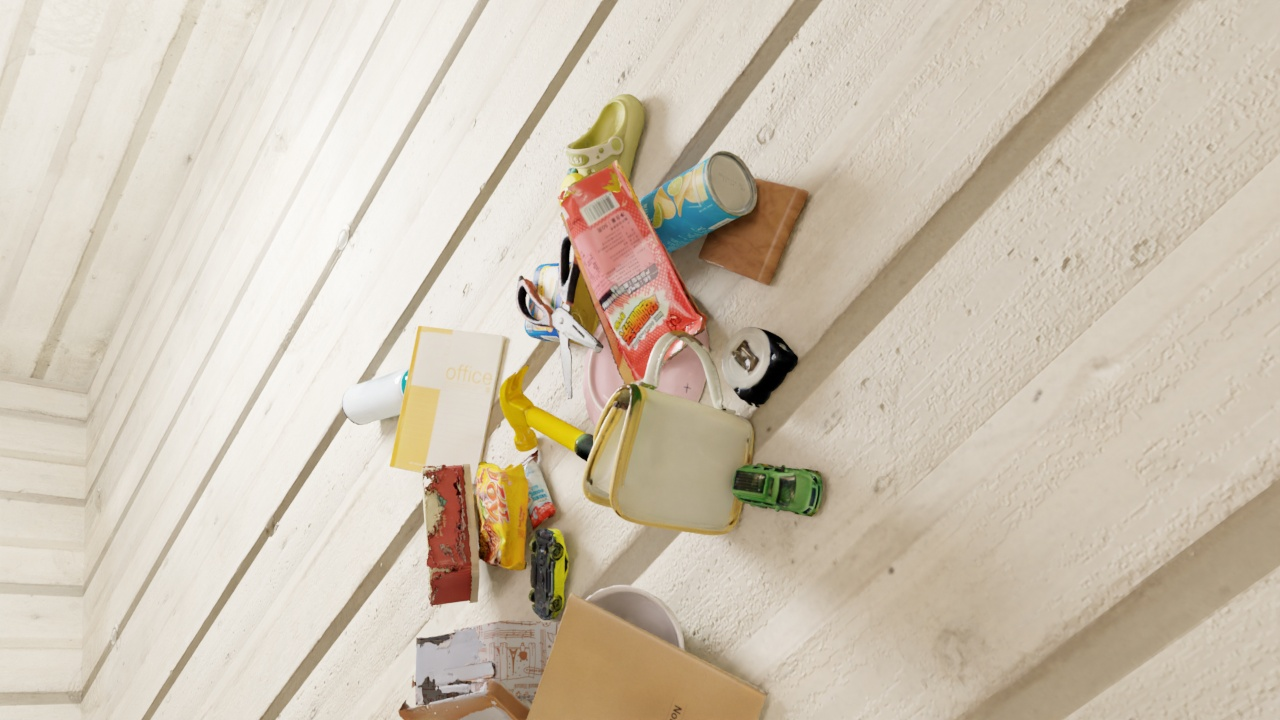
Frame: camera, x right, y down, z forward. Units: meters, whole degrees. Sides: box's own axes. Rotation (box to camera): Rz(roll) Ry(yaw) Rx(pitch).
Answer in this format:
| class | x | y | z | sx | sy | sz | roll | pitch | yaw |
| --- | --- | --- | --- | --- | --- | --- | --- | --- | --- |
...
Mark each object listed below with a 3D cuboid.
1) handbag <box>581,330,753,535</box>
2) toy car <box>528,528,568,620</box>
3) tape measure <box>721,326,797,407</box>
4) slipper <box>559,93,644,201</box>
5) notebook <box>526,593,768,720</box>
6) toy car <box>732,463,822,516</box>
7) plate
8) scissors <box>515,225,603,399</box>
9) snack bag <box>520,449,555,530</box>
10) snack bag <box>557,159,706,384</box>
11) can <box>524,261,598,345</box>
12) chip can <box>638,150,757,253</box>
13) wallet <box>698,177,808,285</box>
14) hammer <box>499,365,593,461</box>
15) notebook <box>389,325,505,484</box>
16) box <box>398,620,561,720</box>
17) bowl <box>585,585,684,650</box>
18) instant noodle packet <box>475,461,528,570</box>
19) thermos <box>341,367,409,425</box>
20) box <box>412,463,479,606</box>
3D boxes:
| class | x | y | z | sx | sy | sz | roll | pitch | yaw |
| --- | --- | --- | --- | --- | --- | --- | --- | --- | --- |
| handbag | 0.034 | 0.065 | 0.859 | 0.063 | 0.163 | 0.178 | 10 | 84 | 50 |
| toy car | -0.104 | 0.246 | 1.058 | 0.048 | 0.032 | 0.105 | 5 | 93 | 49 |
| tape measure | 0.111 | 0.002 | 0.891 | 0.066 | 0.033 | 0.066 | -55 | 44 | 19 |
| slipper | -0.060 | -0.245 | 1.129 | 0.092 | 0.081 | 0.190 | 19 | 90 | 52 |
| notebook | -0.001 | 0.328 | 0.856 | 0.208 | 0.008 | 0.148 | 21 | 97 | 21 |
| toy car | 0.125 | 0.117 | 0.839 | 0.091 | 0.036 | 0.043 | 1 | 77 | 45 |
| plate | -0.006 | 0.006 | 1.017 | 0.193 | 0.039 | 0.192 | -18 | 65 | 44 |
| scissors | -0.096 | -0.059 | 1.062 | 0.189 | 0.015 | 0.225 | -17 | 69 | 52 |
| snack bag | -0.129 | 0.159 | 1.118 | 0.048 | 0.026 | 0.104 | -40 | 50 | 22 |
| snack bag | -0.015 | -0.092 | 0.952 | 0.129 | 0.073 | 0.207 | -36 | 75 | 41 |
| can | -0.095 | -0.072 | 1.130 | 0.083 | 0.057 | 0.102 | 4 | 81 | 51 |
| chip can | 0.027 | -0.152 | 0.991 | 0.211 | 0.071 | 0.071 | -22 | 62 | 49 |
| wallet | 0.113 | -0.137 | 0.946 | 0.115 | 0.020 | 0.101 | 29 | 99 | 52 |
| hammer | -0.063 | 0.095 | 1.031 | 0.301 | 0.032 | 0.129 | 24 | 138 | 42 |
| notebook | -0.269 | 0.058 | 1.275 | 0.146 | 0.010 | 0.206 | 8 | 83 | 23 |
| box | -0.155 | 0.373 | 0.987 | 0.182 | 0.150 | 0.166 | -24 | 63 | 42 |
| bowl | -0.003 | 0.273 | 0.897 | 0.118 | 0.064 | 0.118 | -1 | 88 | 22 |
| instant noodle packet | -0.171 | 0.187 | 1.119 | 0.111 | 0.044 | 0.128 | -3 | 87 | 59 |
| thermos | -0.373 | 0.049 | 1.400 | 0.225 | 0.073 | 0.073 | -15 | 67 | 45 |
| box | -0.249 | 0.218 | 1.159 | 0.091 | 0.078 | 0.168 | 103 | 159 | -46 |
